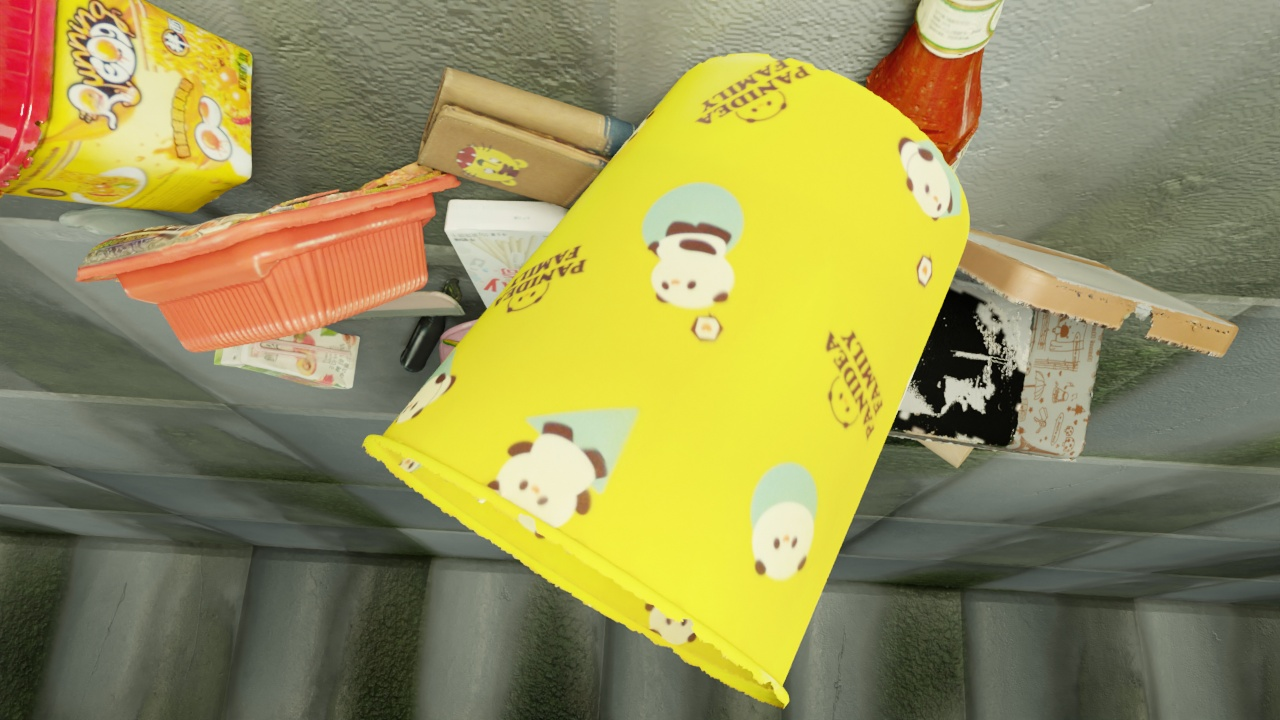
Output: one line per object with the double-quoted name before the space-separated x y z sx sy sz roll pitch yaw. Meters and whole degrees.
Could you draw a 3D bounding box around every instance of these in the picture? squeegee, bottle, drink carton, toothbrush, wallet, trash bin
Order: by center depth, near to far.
"bottle" 0.140 -0.133 0.448 0.060 0.059 0.206 2 160 3
"trash bin" 0.029 0.001 0.471 0.229 0.254 0.230 29 163 10
"wallet" -0.067 -0.126 0.541 0.115 0.033 0.090 14 159 -19
"squeegee" -0.303 -0.078 0.687 0.248 0.040 0.249 1 169 31
"drink carton" -0.309 -0.010 0.812 0.046 0.053 0.122 -1 168 30
"toothbrush" -0.190 -0.030 0.835 0.026 0.027 0.213 -18 171 -27

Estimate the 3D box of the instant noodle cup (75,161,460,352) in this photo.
"instant noodle cup" -0.212 -0.062 0.562 0.165 0.079 0.188 -7 -164 30

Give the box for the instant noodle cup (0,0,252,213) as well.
"instant noodle cup" -0.271 -0.130 0.458 0.116 0.116 0.123 -13 166 38

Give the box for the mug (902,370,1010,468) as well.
"mug" 0.260 0.027 0.802 0.103 0.084 0.124 36 -160 21

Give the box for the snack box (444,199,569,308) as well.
"snack box" -0.087 -0.073 0.699 0.085 0.026 0.157 2 160 5

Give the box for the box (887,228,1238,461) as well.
"box" 0.260 -0.010 0.616 0.183 0.156 0.192 9 -178 -17

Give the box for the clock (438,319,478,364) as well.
"clock" -0.131 0.006 0.853 0.117 0.059 0.159 -8 166 -11
